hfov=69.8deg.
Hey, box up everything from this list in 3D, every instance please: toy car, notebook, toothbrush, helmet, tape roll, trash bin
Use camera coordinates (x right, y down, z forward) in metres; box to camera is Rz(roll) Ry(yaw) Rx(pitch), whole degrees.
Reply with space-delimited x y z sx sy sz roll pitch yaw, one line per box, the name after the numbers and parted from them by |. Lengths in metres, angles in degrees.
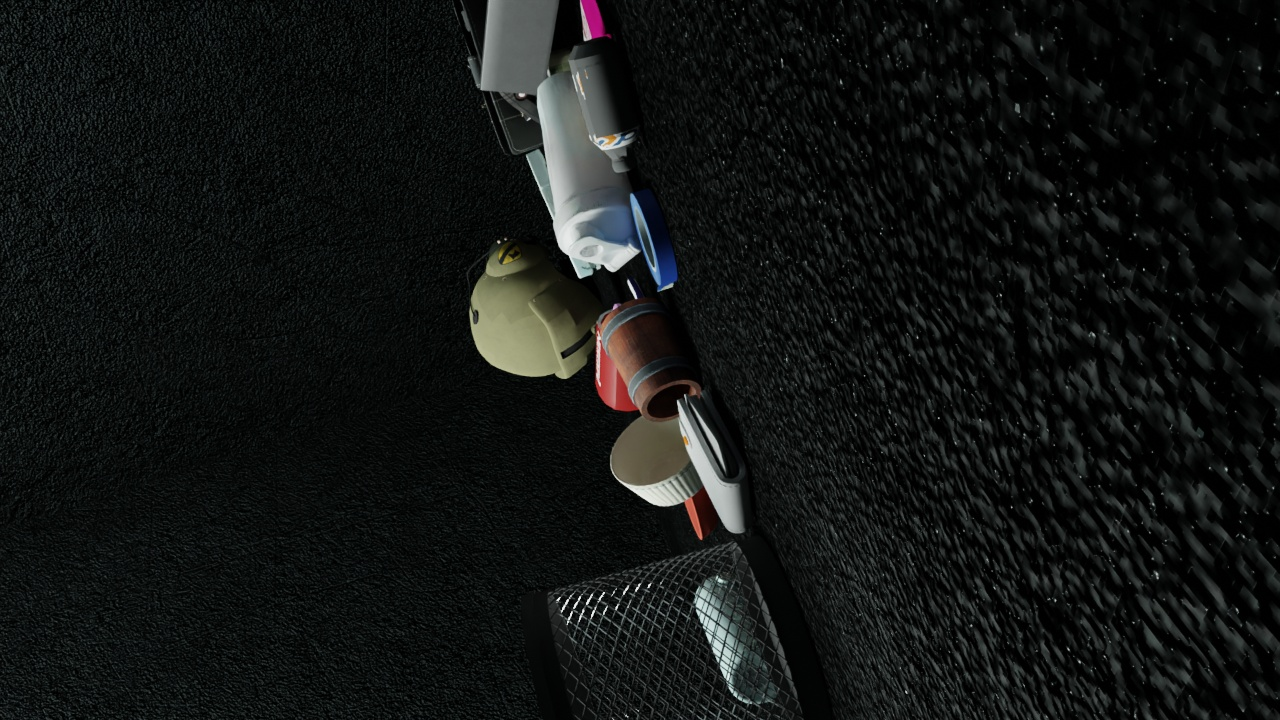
-0.139 -0.311 1.090 0.092 0.037 0.040 23 -142 -52 | toy car
-0.146 -0.372 1.140 0.030 0.169 0.209 -6 109 42 | notebook
0.015 -0.039 1.184 0.015 0.016 0.186 82 170 -54 | toothbrush
-0.166 -0.084 1.588 0.251 0.255 0.232 74 179 -46 | helmet
0.012 -0.117 0.875 0.091 0.016 0.093 98 154 -81 | tape roll
0.032 0.287 0.847 0.218 0.227 0.217 161 92 -86 | trash bin

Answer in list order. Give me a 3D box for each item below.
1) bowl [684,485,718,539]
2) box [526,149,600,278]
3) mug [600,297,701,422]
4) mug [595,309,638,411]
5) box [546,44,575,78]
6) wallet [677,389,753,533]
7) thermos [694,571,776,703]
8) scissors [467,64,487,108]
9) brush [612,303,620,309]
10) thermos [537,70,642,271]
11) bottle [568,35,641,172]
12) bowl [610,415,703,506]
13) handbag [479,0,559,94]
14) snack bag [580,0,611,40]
0.071 0.156 1.129 0.122 0.035 0.122 161 92 -86 | bowl
-0.092 -0.183 1.116 0.198 0.067 0.084 -115 29 -44 | box
0.020 0.009 0.974 0.117 0.081 0.111 48 -166 -53 | mug
-0.007 0.006 1.103 0.116 0.080 0.097 -121 27 -47 | mug
-0.069 -0.271 1.114 0.117 0.050 0.205 -137 29 -76 | box
0.068 0.083 0.851 0.115 0.037 0.118 77 171 -49 | wallet
0.111 0.317 1.071 0.207 0.065 0.078 -124 40 -77 | thermos
-0.136 -0.356 1.189 0.179 0.015 0.198 44 -130 -33 | scissors
0.016 0.027 1.262 0.089 0.043 0.228 -145 38 -84 | brush
-0.055 -0.201 0.975 0.099 0.099 0.220 81 176 -65 | thermos
-0.027 -0.216 0.781 0.047 0.047 0.112 -117 10 -67 | bottle
0.030 0.115 1.044 0.062 0.115 0.115 57 -174 -36 | bowl
-0.137 -0.432 1.014 0.176 0.072 0.195 112 155 -56 | handbag
-0.041 -0.288 0.869 0.197 0.016 0.070 90 163 -78 | snack bag
